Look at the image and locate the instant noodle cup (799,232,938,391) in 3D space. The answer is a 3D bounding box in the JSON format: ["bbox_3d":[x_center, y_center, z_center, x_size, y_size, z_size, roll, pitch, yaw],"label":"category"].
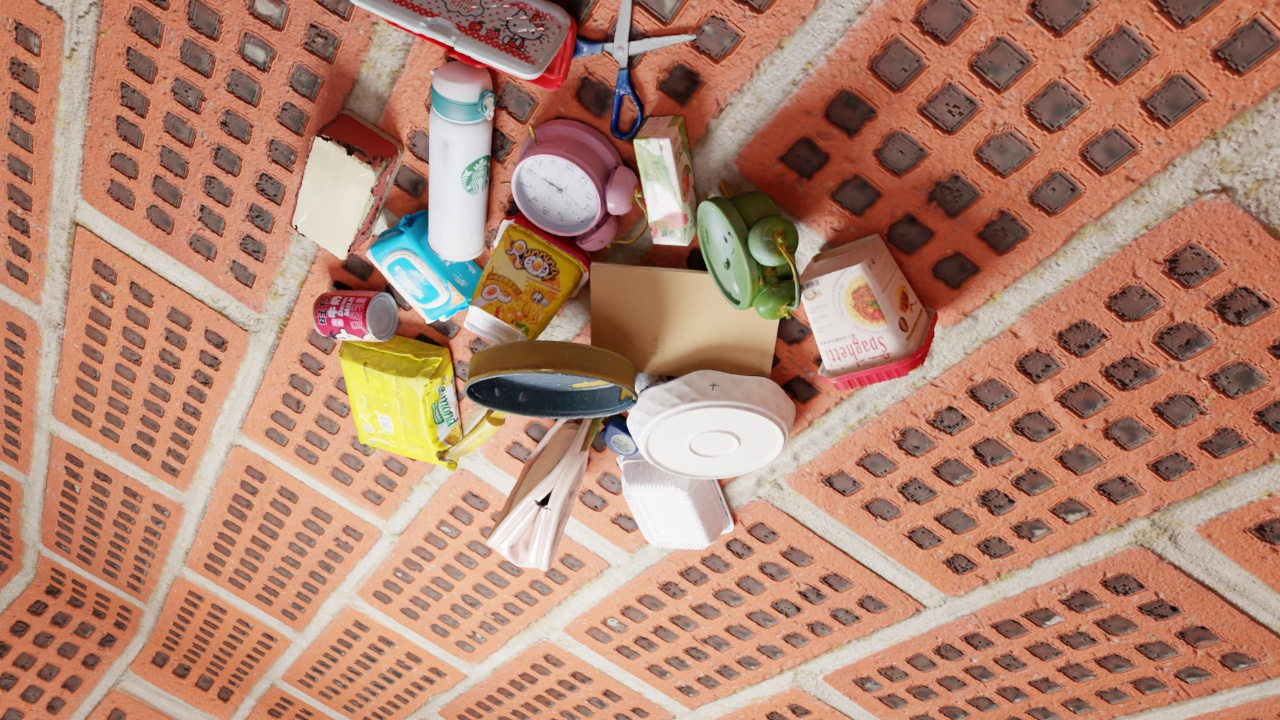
[{"bbox_3d":[0.224,-0.051,0.930,0.117,0.116,0.124,-18,111,36],"label":"instant noodle cup"}]

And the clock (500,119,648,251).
[{"bbox_3d":[-0.063,-0.178,0.966,0.158,0.059,0.117,30,137,-8],"label":"clock"}]

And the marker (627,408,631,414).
[{"bbox_3d":[-0.023,0.030,1.178,0.017,0.016,0.146,-1,131,25],"label":"marker"}]

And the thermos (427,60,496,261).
[{"bbox_3d":[-0.192,-0.211,0.986,0.073,0.073,0.225,20,136,5],"label":"thermos"}]

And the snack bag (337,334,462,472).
[{"bbox_3d":[-0.344,0.061,1.315,0.158,0.068,0.247,15,136,11],"label":"snack bag"}]

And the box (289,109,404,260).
[{"bbox_3d":[-0.346,-0.194,1.064,0.091,0.077,0.169,33,136,-7],"label":"box"}]

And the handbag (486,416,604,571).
[{"bbox_3d":[-0.106,0.144,1.213,0.093,0.192,0.235,26,127,-5],"label":"handbag"}]

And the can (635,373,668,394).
[{"bbox_3d":[-0.007,0.007,1.118,0.058,0.058,0.147,-6,128,29],"label":"can"}]

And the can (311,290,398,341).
[{"bbox_3d":[-0.378,-0.059,1.214,0.094,0.066,0.067,4,133,21],"label":"can"}]

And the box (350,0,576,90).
[{"bbox_3d":[-0.167,-0.313,0.847,0.201,0.097,0.095,25,131,6],"label":"box"}]

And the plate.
[{"bbox_3d":[0.086,0.085,1.110,0.205,0.045,0.205,-1,145,-1],"label":"plate"}]

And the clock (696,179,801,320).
[{"bbox_3d":[0.112,-0.104,0.903,0.056,0.161,0.116,-22,130,-12],"label":"clock"}]

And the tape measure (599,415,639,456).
[{"bbox_3d":[-0.024,0.103,1.242,0.058,0.025,0.055,31,138,-1],"label":"tape measure"}]

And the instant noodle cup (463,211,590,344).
[{"bbox_3d":[-0.132,-0.080,1.025,0.116,0.123,0.116,31,158,-6],"label":"instant noodle cup"}]

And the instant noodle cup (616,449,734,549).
[{"bbox_3d":[0.044,0.200,1.280,0.138,0.060,0.173,-3,131,26],"label":"instant noodle cup"}]

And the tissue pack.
[{"bbox_3d":[-0.259,-0.111,1.114,0.090,0.063,0.140,-19,121,36],"label":"tissue pack"}]

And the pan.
[{"bbox_3d":[-0.152,0.060,1.099,0.197,0.078,0.358,16,157,-36],"label":"pan"}]

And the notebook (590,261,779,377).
[{"bbox_3d":[0.049,-0.039,1.031,0.211,0.012,0.150,5,130,3],"label":"notebook"}]

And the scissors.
[{"bbox_3d":[-0.028,-0.291,0.877,0.162,0.012,0.174,16,135,10],"label":"scissors"}]

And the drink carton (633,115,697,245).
[{"bbox_3d":[0.026,-0.181,0.928,0.045,0.053,0.123,4,132,22],"label":"drink carton"}]
